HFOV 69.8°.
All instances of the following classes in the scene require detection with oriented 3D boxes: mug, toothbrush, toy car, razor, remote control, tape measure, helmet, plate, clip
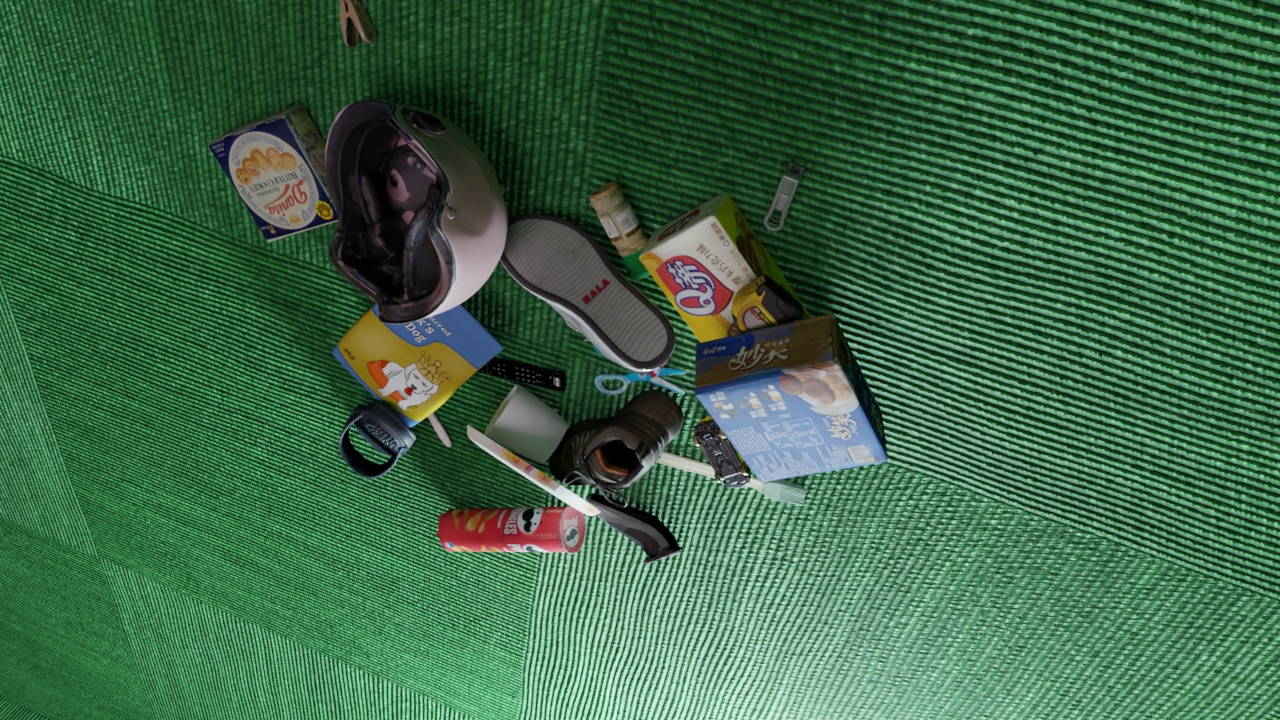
[{"bbox_3d":[-0.160,0.093,1.272,0.087,0.080,0.114,34,162,-11],"label":"mug"},{"bbox_3d":[-0.324,0.059,1.348,0.016,0.018,0.181,-9,121,29],"label":"toothbrush"},{"bbox_3d":[0.108,0.121,1.198,0.049,0.030,0.107,-20,107,32],"label":"toy car"},{"bbox_3d":[-0.012,0.236,1.322,0.156,0.060,0.057,40,175,12],"label":"razor"},{"bbox_3d":[-0.168,0.015,1.253,0.140,0.009,0.030,12,128,15],"label":"remote control"},{"bbox_3d":[0.129,-0.054,0.973,0.065,0.037,0.064,35,126,-23],"label":"tape measure"},{"bbox_3d":[-0.248,-0.178,1.043,0.255,0.152,0.231,48,132,21],"label":"helmet"},{"bbox_3d":[-0.148,0.155,1.253,0.187,0.016,0.187,29,170,23],"label":"plate"},{"bbox_3d":[0.148,-0.167,0.961,0.023,0.049,0.078,24,124,7],"label":"clip"},{"bbox_3d":[-0.322,-0.377,1.021,0.040,0.024,0.060,-15,107,28],"label":"clip"}]

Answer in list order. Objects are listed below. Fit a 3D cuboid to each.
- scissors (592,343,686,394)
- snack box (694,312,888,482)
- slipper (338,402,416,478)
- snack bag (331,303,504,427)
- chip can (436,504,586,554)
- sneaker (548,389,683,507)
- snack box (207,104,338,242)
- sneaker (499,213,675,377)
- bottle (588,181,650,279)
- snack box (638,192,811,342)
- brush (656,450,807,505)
[{"bbox_3d":[-0.004,0.006,1.174,0.141,0.013,0.114,-1,126,27],"label":"scissors"},{"bbox_3d":[0.169,0.048,1.007,0.155,0.069,0.203,-13,141,24],"label":"snack box"},{"bbox_3d":[-0.389,0.119,1.316,0.101,0.082,0.264,44,158,-10],"label":"slipper"},{"bbox_3d":[-0.288,-0.025,1.209,0.159,0.102,0.206,46,132,-11],"label":"snack bag"},{"bbox_3d":[-0.201,0.259,1.407,0.233,0.073,0.073,-6,122,28],"label":"chip can"},{"bbox_3d":[-0.050,0.142,1.206,0.101,0.142,0.239,46,133,-14],"label":"sneaker"},{"bbox_3d":[-0.453,-0.235,1.169,0.145,0.042,0.145,-9,120,29],"label":"snack box"},{"bbox_3d":[-0.065,-0.074,1.098,0.263,0.096,0.129,41,169,12],"label":"sneaker"},{"bbox_3d":[-0.018,-0.148,1.048,0.043,0.043,0.111,-15,116,31],"label":"bottle"},{"bbox_3d":[0.109,-0.064,1.041,0.110,0.061,0.230,-24,113,34],"label":"snack box"},{"bbox_3d":[0.115,0.154,1.233,0.218,0.012,0.033,14,128,15],"label":"brush"}]
